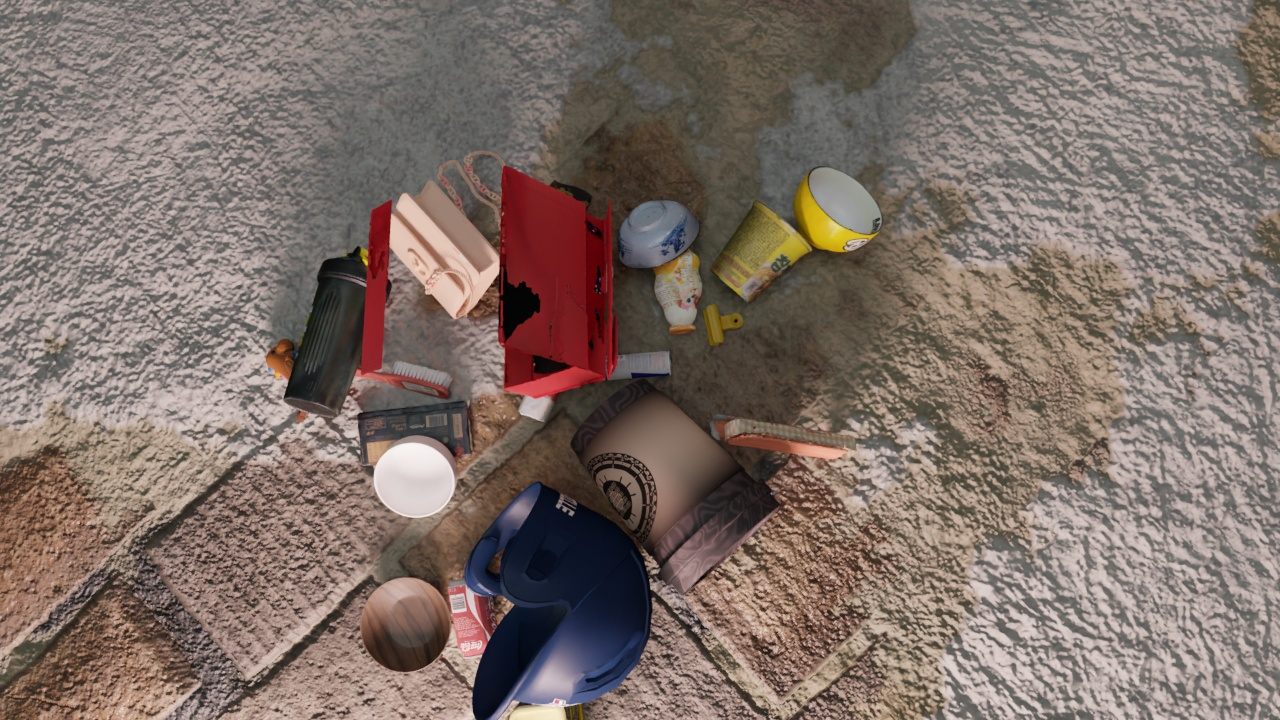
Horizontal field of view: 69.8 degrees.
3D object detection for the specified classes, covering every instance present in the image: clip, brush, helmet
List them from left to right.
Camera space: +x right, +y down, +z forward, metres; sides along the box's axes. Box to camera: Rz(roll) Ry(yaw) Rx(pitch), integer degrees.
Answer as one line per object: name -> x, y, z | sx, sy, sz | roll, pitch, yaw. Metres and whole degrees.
brush -> -0.334, 0.017, 1.232 | 0.172, 0.041, 0.030 | 12, 66, 8
helmet -> -0.103, 0.303, 1.069 | 0.223, 0.233, 0.271 | 40, 69, -10
clip -> 0.109, -0.049, 1.207 | 0.049, 0.045, 0.054 | -16, 79, 27

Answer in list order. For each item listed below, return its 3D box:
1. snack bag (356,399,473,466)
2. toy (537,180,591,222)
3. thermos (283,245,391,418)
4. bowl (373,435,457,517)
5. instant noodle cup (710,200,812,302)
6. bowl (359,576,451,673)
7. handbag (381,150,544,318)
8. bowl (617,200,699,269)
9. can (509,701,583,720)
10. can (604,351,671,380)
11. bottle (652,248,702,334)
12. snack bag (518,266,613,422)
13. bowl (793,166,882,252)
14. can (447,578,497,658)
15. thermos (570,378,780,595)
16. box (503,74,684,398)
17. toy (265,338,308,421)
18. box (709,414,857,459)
snack bag -> -0.301, 0.098, 1.225 | 0.155, 0.018, 0.074 | -6, 83, 4
toy -> -0.093, -0.195, 1.222 | 0.076, 0.063, 0.100 | -25, 62, -17
thermos -> -0.392, -0.040, 1.194 | 0.098, 0.098, 0.220 | 11, 70, 6
bowl -> -0.288, 0.146, 1.191 | 0.105, 0.054, 0.105 | 0, 107, -1
instant noodle cup -> 0.150, -0.136, 1.186 | 0.102, 0.102, 0.108 | 42, 97, 8
bowl -> -0.299, 0.339, 1.186 | 0.119, 0.032, 0.119 | -1, 83, 4
handbag -> -0.226, -0.158, 1.246 | 0.199, 0.117, 0.186 | 48, 47, 4
bowl -> 0.016, -0.174, 1.190 | 0.114, 0.045, 0.114 | -16, 42, 15
can -> -0.111, 0.473, 1.118 | 0.075, 0.104, 0.135 | -8, 82, 3
can -> -0.007, 0.007, 1.206 | 0.095, 0.032, 0.032 | -5, 82, 4
bottle -> 0.050, -0.090, 1.199 | 0.063, 0.063, 0.109 | -5, 81, 4
snack bag -> -0.095, -0.027, 1.196 | 0.041, 0.077, 0.225 | 26, 85, 2
bowl -> 0.245, -0.186, 1.184 | 0.117, 0.068, 0.117 | 18, 48, -21
can -> -0.212, 0.326, 1.171 | 0.054, 0.054, 0.096 | -12, 82, 3
thermos -> 0.035, 0.147, 1.124 | 0.172, 0.173, 0.226 | -42, 75, -2
box -> -0.046, -0.106, 1.006 | 0.107, 0.411, 0.211 | 7, 71, -24
toy -> -0.471, 0.027, 1.241 | 0.090, 0.070, 0.103 | 24, 108, 20
box -> 0.179, 0.092, 1.124 | 0.187, 0.078, 0.054 | 10, 105, -25
